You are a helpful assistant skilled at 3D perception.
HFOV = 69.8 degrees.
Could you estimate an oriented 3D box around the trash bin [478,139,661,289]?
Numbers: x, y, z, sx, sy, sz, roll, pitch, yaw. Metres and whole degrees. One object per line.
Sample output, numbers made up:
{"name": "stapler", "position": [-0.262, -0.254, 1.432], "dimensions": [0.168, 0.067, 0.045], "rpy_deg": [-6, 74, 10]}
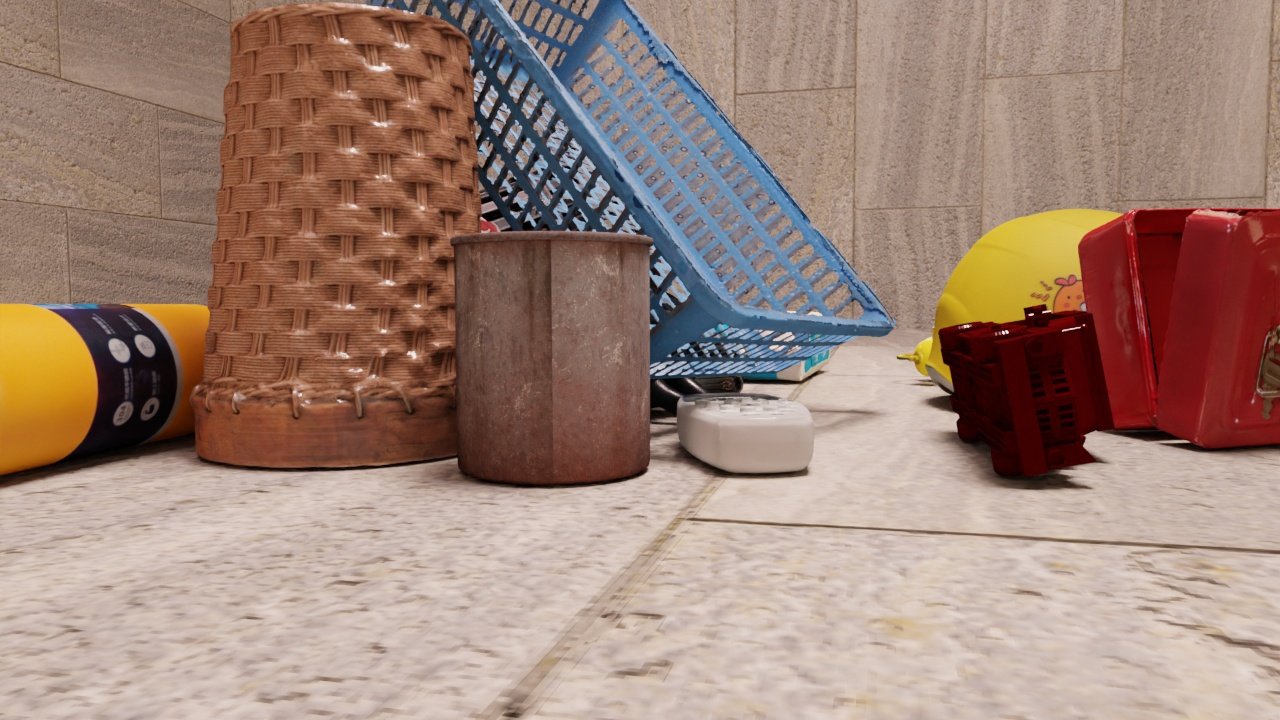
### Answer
{"name": "trash bin", "position": [-0.121, -0.074, 0.757], "dimensions": [0.227, 0.164, 0.164], "rpy_deg": [-23, 11, -17]}

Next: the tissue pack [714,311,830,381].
{"name": "tissue pack", "position": [0.125, -0.016, 0.935], "dimensions": [0.117, 0.066, 0.209], "rpy_deg": [2, 5, 20]}

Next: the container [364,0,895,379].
{"name": "container", "position": [-0.015, -0.132, 0.593], "dimensions": [0.089, 0.362, 0.256], "rpy_deg": [-44, -22, 25]}

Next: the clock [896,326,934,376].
{"name": "clock", "position": [0.297, -0.007, 0.844], "dimensions": [0.119, 0.057, 0.083], "rpy_deg": [2, 5, 22]}

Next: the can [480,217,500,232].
{"name": "can", "position": [-0.144, -0.075, 0.611], "dimensions": [0.096, 0.054, 0.054], "rpy_deg": [-1, 3, -37]}

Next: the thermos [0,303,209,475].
{"name": "thermos", "position": [-0.283, 0.018, 0.428], "dimensions": [0.076, 0.091, 0.232], "rpy_deg": [29, 7, 6]}

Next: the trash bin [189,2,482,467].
{"name": "trash bin", "position": [-0.154, -0.059, 0.480], "dimensions": [0.151, 0.210, 0.151], "rpy_deg": [-1, 3, 0]}

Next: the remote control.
{"name": "remote control", "position": [0.050, 0.032, 0.448], "dimensions": [0.060, 0.028, 0.114], "rpy_deg": [0, 3, -3]}

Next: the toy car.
{"name": "toy car", "position": [0.187, 0.011, 0.445], "dimensions": [0.062, 0.070, 0.169], "rpy_deg": [-12, 1, 11]}

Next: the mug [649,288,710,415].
{"name": "mug", "position": [-0.004, 0.003, 0.603], "dimensions": [0.122, 0.085, 0.094], "rpy_deg": [34, 20, 23]}

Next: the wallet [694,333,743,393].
{"name": "wallet", "position": [0.033, 0.003, 0.785], "dimensions": [0.100, 0.054, 0.131], "rpy_deg": [1, -1, -2]}

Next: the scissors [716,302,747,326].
{"name": "scissors", "position": [0.066, -0.041, 0.816], "dimensions": [0.114, 0.016, 0.228], "rpy_deg": [-8, 4, 16]}

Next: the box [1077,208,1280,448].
{"name": "box", "position": [0.341, -0.021, 0.512], "dimensions": [0.157, 0.137, 0.126], "rpy_deg": [-1, 10, -12]}

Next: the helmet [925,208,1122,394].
{"name": "helmet", "position": [0.328, -0.036, 0.647], "dimensions": [0.240, 0.139, 0.209], "rpy_deg": [1, 4, 8]}

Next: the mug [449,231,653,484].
{"name": "mug", "position": [-0.046, -0.004, 0.427], "dimensions": [0.096, 0.110, 0.123], "rpy_deg": [4, 1, -24]}
